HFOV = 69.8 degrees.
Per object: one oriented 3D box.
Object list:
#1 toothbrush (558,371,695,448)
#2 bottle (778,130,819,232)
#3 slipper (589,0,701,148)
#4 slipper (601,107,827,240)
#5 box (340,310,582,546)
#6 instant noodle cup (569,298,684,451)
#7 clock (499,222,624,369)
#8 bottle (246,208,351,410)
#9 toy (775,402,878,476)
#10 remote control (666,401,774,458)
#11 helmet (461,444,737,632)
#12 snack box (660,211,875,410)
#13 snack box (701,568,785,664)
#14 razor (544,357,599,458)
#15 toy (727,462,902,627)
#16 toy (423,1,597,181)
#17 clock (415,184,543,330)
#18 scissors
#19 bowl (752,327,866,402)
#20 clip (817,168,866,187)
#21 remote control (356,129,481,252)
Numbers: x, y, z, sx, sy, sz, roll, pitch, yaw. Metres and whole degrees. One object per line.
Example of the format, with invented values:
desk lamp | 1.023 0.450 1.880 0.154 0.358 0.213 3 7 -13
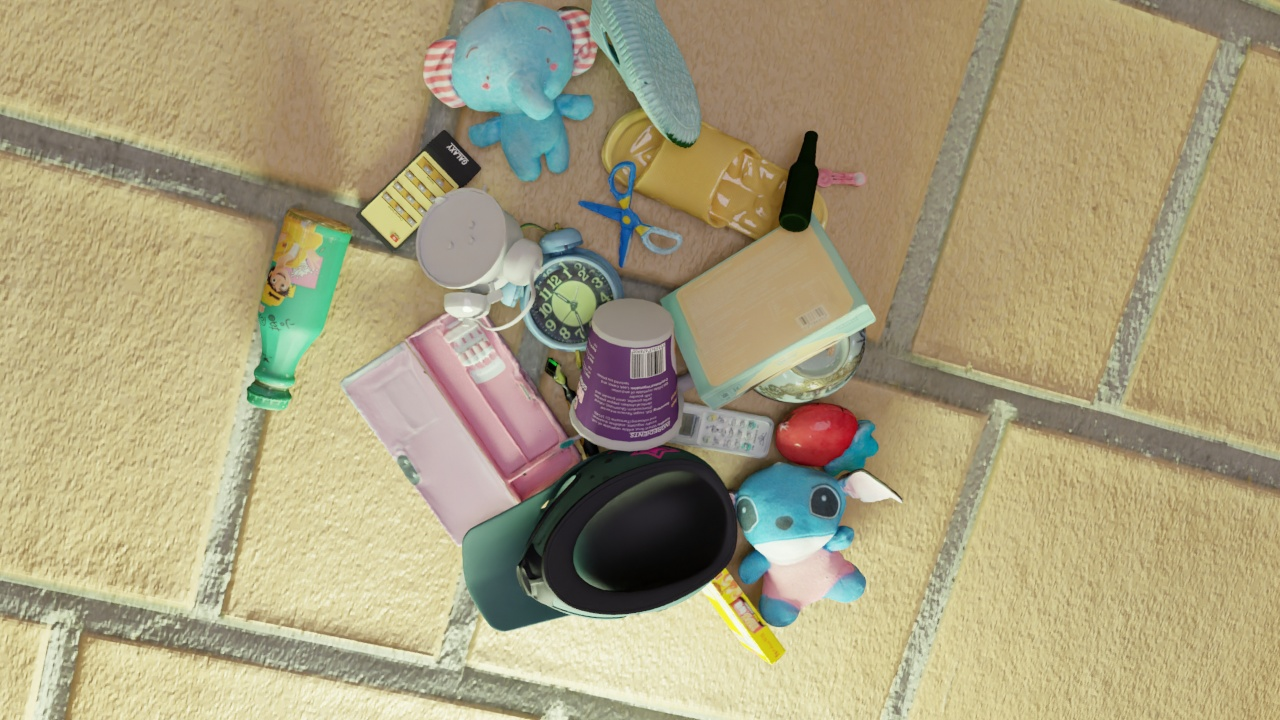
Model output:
toothbrush | -0.008 0.055 1.035 0.187 0.019 0.018 -26 113 -12
bottle | 0.172 -0.194 0.974 0.033 0.033 0.122 20 63 -10
slipper | -0.013 -0.340 0.931 0.070 0.115 0.276 -20 82 27
slipper | 0.088 -0.195 0.990 0.263 0.078 0.099 24 96 -12
box | -0.194 0.068 1.022 0.179 0.040 0.232 -32 102 -5
instant noodle cup | -0.006 0.006 0.957 0.136 0.122 0.122 -23 133 -33
clock | -0.087 -0.078 0.999 0.162 0.060 0.118 44 94 -8
bottle | -0.365 -0.051 0.966 0.068 0.068 0.210 18 97 -9
toy | 0.219 0.091 1.065 0.132 0.062 0.092 23 129 -28
remote control | 0.087 0.079 1.065 0.133 0.022 0.050 11 99 -8
helmet | -0.039 0.191 0.976 0.274 0.201 0.176 -17 87 -25
snack box | 0.128 -0.055 0.969 0.194 0.141 0.044 -31 143 14
snack box | 0.105 0.284 1.076 0.025 0.075 0.152 -39 102 -16
razor | -0.073 0.064 1.040 0.021 0.044 0.144 -24 108 -14
toy | 0.193 0.206 1.062 0.224 0.098 0.191 -16 107 8
toy | -0.120 -0.273 0.940 0.183 0.115 0.181 -18 112 -10
clock | -0.166 -0.105 0.948 0.120 0.061 0.159 -34 70 12
scissors | -0.011 -0.155 0.994 0.126 0.013 0.126 23 128 16
bowl | 0.184 -0.022 1.023 0.160 0.094 0.160 -1 101 -6
clip | 0.227 -0.203 1.026 0.059 0.045 0.023 1 96 -21
remote control | -0.238 -0.181 0.986 0.133 0.013 0.058 -44 102 2
